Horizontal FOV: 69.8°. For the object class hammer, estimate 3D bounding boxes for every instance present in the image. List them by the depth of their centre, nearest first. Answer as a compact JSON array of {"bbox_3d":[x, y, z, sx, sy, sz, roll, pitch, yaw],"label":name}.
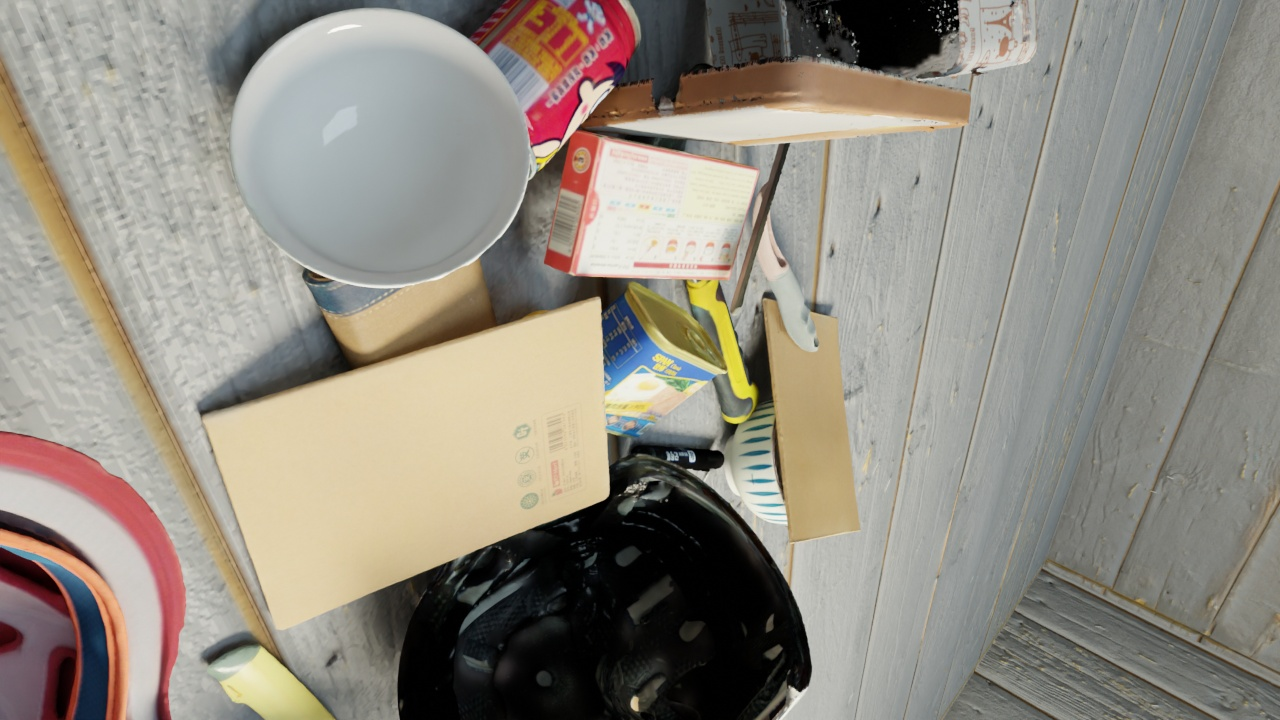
[{"bbox_3d":[0.046,-0.051,0.687,0.126,0.032,0.324,-49,145,-20],"label":"hammer"}]

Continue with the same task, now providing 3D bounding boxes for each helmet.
[{"bbox_3d":[-0.265,0.125,0.280,0.207,0.144,0.239,35,69,-58],"label":"helmet"},{"bbox_3d":[-0.034,0.202,0.614,0.273,0.230,0.157,-34,168,-32],"label":"helmet"}]

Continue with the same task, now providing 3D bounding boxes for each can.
[{"bbox_3d":[-0.050,-0.144,0.453,0.093,0.066,0.066,-53,146,-17],"label":"can"},{"bbox_3d":[-0.004,0.004,0.607,0.083,0.057,0.102,-40,151,17],"label":"can"}]

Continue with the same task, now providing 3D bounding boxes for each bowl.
[{"bbox_3d":[-0.110,-0.084,0.402,0.118,0.118,0.065,-55,-174,-12],"label":"bowl"},{"bbox_3d":[0.118,0.094,0.839,0.116,0.066,0.116,22,63,-53],"label":"bowl"}]

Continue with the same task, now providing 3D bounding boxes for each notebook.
[{"bbox_3d":[-0.111,0.056,0.501,0.207,0.008,0.148,-19,128,-24],"label":"notebook"},{"bbox_3d":[0.158,0.054,0.838,0.149,0.012,0.211,8,74,-55],"label":"notebook"}]

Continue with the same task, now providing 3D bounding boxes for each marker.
[{"bbox_3d":[0.033,0.083,0.775,0.022,0.020,0.131,-41,155,21],"label":"marker"}]

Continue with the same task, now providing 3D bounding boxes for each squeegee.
[{"bbox_3d":[0.114,-0.077,0.735,0.250,0.040,0.247,63,39,-54],"label":"squeegee"}]

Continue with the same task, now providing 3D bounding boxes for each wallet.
[{"bbox_3d":[-0.117,-0.023,0.480,0.090,0.033,0.115,-40,142,-27],"label":"wallet"}]

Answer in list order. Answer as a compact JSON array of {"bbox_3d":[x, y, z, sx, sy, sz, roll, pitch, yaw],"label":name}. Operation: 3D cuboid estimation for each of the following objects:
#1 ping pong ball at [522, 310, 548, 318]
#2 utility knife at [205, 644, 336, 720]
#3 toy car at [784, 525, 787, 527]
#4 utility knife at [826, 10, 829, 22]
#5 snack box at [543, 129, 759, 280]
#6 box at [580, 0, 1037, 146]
[{"bbox_3d":[-0.059,-0.010,0.559,0.040,0.040,0.040,-33,137,-38],"label":"ping pong ball"},{"bbox_3d":[-0.198,0.224,0.551,0.030,0.021,0.207,-40,135,-25],"label":"utility knife"},{"bbox_3d":[0.151,0.129,0.948,0.070,0.042,0.158,-55,143,-12],"label":"toy car"},{"bbox_3d":[0.132,-0.319,0.627,0.034,0.018,0.205,-43,141,-35],"label":"utility knife"},{"bbox_3d":[0.012,-0.089,0.556,0.155,0.027,0.077,-4,113,-50],"label":"snack box"},{"bbox_3d":[0.076,-0.190,0.487,0.193,0.183,0.157,-17,106,-37],"label":"box"}]
